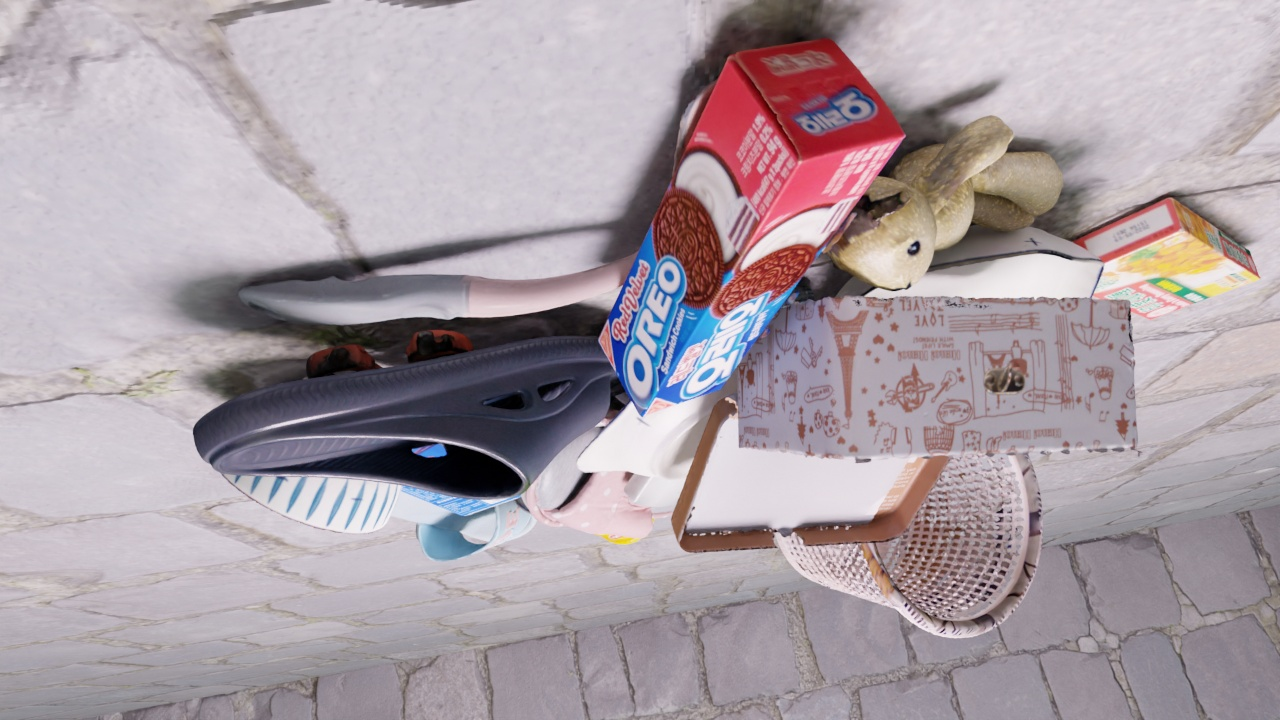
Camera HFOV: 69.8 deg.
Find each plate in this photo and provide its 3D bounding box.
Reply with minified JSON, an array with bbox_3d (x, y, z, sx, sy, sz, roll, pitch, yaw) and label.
[{"bbox_3d":[0.207,-0.030,0.616,0.162,0.034,0.265,-10,162,15],"label":"plate"},{"bbox_3d":[0.052,0.039,0.625,0.163,0.034,0.165,-2,144,-42],"label":"plate"}]

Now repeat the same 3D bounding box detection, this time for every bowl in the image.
[{"bbox_3d":[-0.200,0.052,0.583,0.116,0.116,0.066,21,99,-54],"label":"bowl"}]

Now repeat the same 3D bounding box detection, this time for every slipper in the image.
[{"bbox_3d":[-0.004,0.099,0.778,0.054,0.114,0.274,30,-175,30],"label":"slipper"},{"bbox_3d":[-0.173,0.148,0.866,0.104,0.074,0.245,-18,157,18],"label":"slipper"},{"bbox_3d":[-0.110,0.047,0.531,0.267,0.083,0.111,-8,165,-40],"label":"slipper"}]

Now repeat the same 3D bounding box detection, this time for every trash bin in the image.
[{"bbox_3d":[0.243,0.149,0.907,0.227,0.227,0.193,1,169,-27],"label":"trash bin"}]

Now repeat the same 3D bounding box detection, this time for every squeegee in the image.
[{"bbox_3d":[-0.080,-0.040,0.469,0.249,0.040,0.248,-9,160,-2],"label":"squeegee"}]

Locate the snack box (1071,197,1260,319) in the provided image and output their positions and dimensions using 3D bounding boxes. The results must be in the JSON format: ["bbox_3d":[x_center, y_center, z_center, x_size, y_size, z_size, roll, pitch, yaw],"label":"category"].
[{"bbox_3d":[0.350,-0.065,0.619,0.155,0.027,0.077,9,153,-41],"label":"snack box"}]

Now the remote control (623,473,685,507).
[{"bbox_3d":[0.040,0.059,0.714,0.056,0.019,0.135,10,119,-47],"label":"remote control"}]

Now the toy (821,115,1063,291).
[{"bbox_3d":[0.148,-0.073,0.450,0.157,0.066,0.105,-16,173,-35],"label":"toy"}]

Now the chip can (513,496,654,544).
[{"bbox_3d":[-0.049,0.128,0.877,0.072,0.072,0.213,-15,158,13],"label":"chip can"}]

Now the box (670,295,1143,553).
[{"bbox_3d":[0.134,0.039,0.543,0.178,0.125,0.275,0,154,-17],"label":"box"}]

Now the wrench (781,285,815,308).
[{"bbox_3d":[-0.004,0.004,0.641,0.274,0.016,0.056,-23,168,32],"label":"wrench"}]

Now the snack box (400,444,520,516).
[{"bbox_3d":[-0.159,0.081,0.724,0.085,0.026,0.157,-21,146,24],"label":"snack box"}]

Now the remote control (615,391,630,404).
[{"bbox_3d":[0.030,0.033,0.728,0.053,0.024,0.136,-23,156,32],"label":"remote control"}]

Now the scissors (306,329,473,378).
[{"bbox_3d":[-0.128,0.013,0.593,0.205,0.015,0.197,-1,161,-44],"label":"scissors"}]

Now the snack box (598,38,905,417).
[{"bbox_3d":[0.039,-0.048,0.426,0.058,0.057,0.208,-19,158,-27],"label":"snack box"}]
